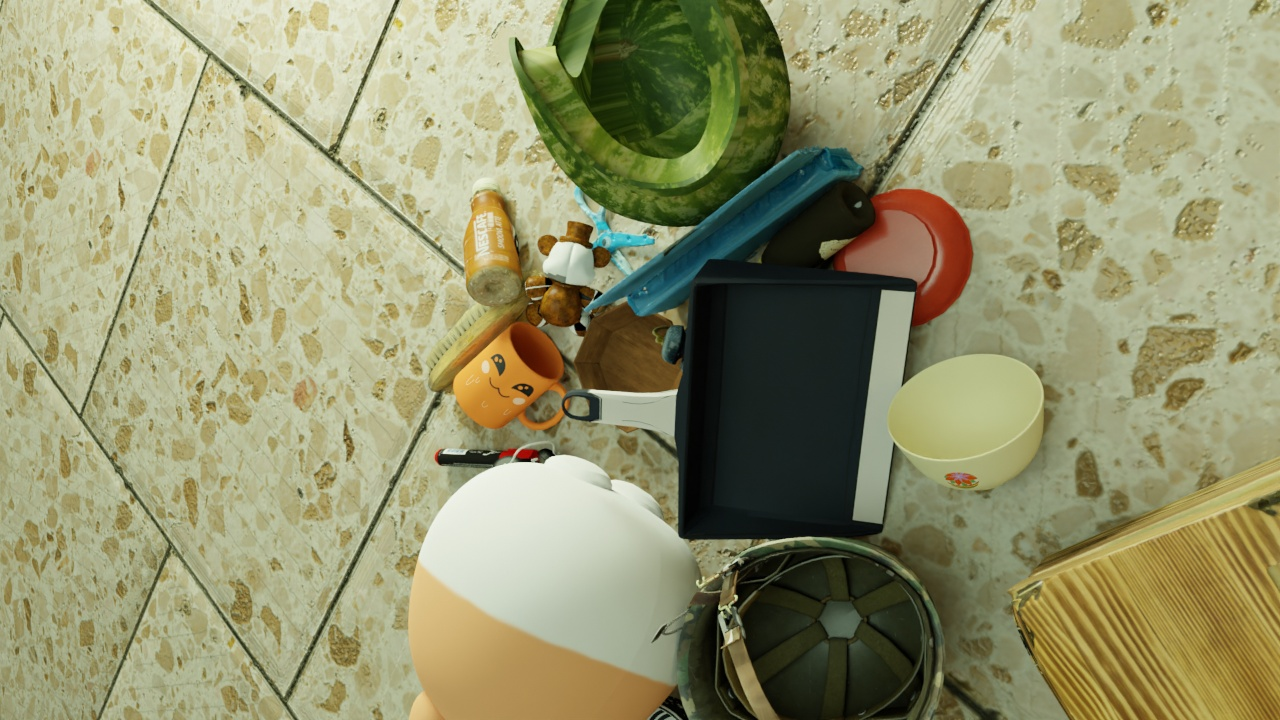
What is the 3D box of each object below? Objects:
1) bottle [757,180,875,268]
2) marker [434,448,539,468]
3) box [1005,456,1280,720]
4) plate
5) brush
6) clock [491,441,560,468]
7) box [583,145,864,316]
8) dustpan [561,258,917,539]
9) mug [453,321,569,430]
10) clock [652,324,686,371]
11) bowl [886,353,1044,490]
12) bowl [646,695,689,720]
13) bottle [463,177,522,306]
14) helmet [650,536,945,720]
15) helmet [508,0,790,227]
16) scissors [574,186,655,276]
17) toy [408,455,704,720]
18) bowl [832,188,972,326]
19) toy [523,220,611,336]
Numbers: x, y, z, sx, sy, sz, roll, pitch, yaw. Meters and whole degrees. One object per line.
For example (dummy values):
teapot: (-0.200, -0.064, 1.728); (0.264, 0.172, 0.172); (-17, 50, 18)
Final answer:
bottle: (0.128, -0.090, 0.822); (0.185, 0.045, 0.045); (-38, 69, 46)
marker: (-0.179, 0.112, 1.052); (0.145, 0.021, 0.023); (-2, 67, 33)
box: (0.397, 0.224, 0.571); (0.259, 0.220, 0.279); (-35, 73, 30)
plate: (-0.006, 0.006, 0.934); (0.131, 0.025, 0.131); (1, 92, 30)
brush: (-0.172, -0.032, 1.024); (0.196, 0.059, 0.043); (-41, 58, 21)
clock: (-0.122, 0.137, 0.975); (0.042, 0.091, 0.121); (39, 124, 37)
box: (0.072, -0.108, 0.800); (0.232, 0.174, 0.033); (-35, 82, 29)
dustpan: (0.075, 0.041, 0.770); (0.273, 0.080, 0.236); (7, 111, 14)
mug: (-0.131, 0.029, 0.997); (0.096, 0.077, 0.112); (-39, 101, 27)
clock: (0.071, -0.008, 0.851); (0.129, 0.090, 0.052); (28, 111, 23)
bowl: (0.265, 0.061, 0.729); (0.118, 0.117, 0.074); (-9, 127, 32)
bowl: (0.027, 0.381, 0.893); (0.120, 0.066, 0.120); (0, 90, 33)
bottle: (-0.163, -0.134, 0.993); (0.059, 0.059, 0.167); (-37, 45, 27)
helmet: (0.128, 0.237, 0.722); (0.224, 0.236, 0.192); (-34, 77, 10)
helmet: (0.019, -0.235, 0.796); (0.213, 0.246, 0.243); (-29, 109, 15)
scissors: (-0.046, -0.120, 0.972); (0.128, 0.012, 0.137); (-46, 70, 24)
toy: (-0.086, 0.231, 0.841); (0.266, 0.262, 0.280); (15, 76, 55)
bowl: (0.218, -0.089, 0.787); (0.122, 0.035, 0.122); (0, 90, 33)
toy: (-0.074, -0.086, 0.952); (0.087, 0.067, 0.112); (13, 89, -1)
